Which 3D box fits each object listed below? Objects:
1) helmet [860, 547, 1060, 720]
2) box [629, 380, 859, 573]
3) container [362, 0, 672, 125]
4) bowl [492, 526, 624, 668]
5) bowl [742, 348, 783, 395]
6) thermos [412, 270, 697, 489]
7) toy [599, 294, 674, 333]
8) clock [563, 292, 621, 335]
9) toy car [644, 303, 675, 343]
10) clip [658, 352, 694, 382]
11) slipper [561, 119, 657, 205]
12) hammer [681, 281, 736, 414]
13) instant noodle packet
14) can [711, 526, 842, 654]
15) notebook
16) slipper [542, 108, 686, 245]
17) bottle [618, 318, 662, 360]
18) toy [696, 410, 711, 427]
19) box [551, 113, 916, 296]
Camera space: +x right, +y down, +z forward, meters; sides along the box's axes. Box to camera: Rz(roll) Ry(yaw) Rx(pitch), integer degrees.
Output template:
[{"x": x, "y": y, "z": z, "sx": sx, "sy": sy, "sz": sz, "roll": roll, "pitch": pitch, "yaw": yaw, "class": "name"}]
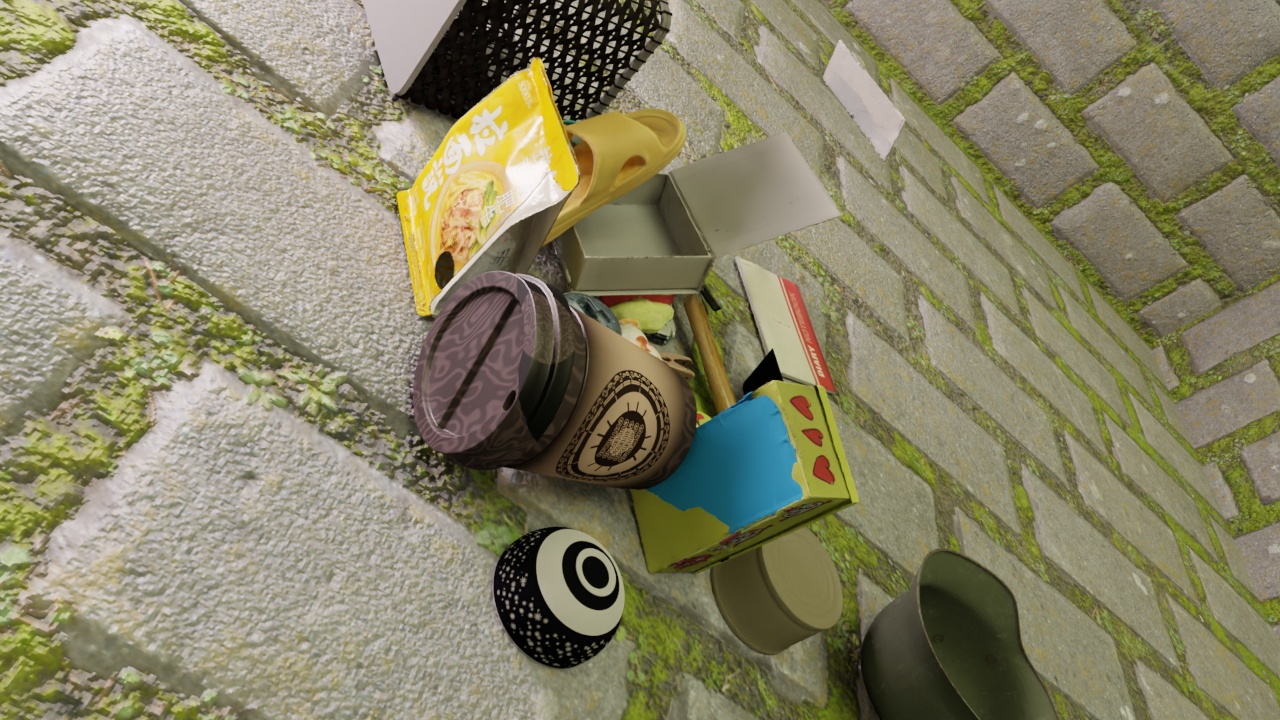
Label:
[{"x": 0.345, "y": 0.361, "z": 1.022, "sx": 0.268, "sy": 0.154, "sz": 0.226, "roll": 42, "pitch": 36, "yaw": -6, "class": "helmet"}, {"x": 0.092, "y": 0.118, "z": 0.884, "sx": 0.079, "sy": 0.222, "sz": 0.124, "roll": 10, "pitch": 55, "yaw": -42, "class": "box"}, {"x": -0.160, "y": -0.431, "z": 1.089, "sx": 0.243, "sy": 0.246, "sz": 0.247, "roll": 4, "pitch": 56, "yaw": -44, "class": "container"}, {"x": -0.058, "y": 0.193, "z": 0.784, "sx": 0.120, "sy": 0.067, "sz": 0.120, "roll": 30, "pitch": 40, "yaw": -29, "class": "bowl"}, {"x": 0.162, "y": 0.051, "z": 1.168, "sx": 0.124, "sy": 0.052, "sz": 0.124, "roll": -17, "pitch": 89, "yaw": -82, "class": "bowl"}, {"x": -0.067, "y": 0.033, "z": 0.843, "sx": 0.226, "sy": 0.173, "sz": 0.172, "roll": 24, "pitch": 42, "yaw": -44, "class": "thermos"}, {"x": -0.004, "y": -0.087, "z": 1.104, "sx": 0.091, "sy": 0.045, "sz": 0.135, "roll": 1, "pitch": 57, "yaw": -11, "class": "toy"}, {"x": -0.076, "y": -0.023, "z": 0.964, "sx": 0.117, "sy": 0.057, "sz": 0.083, "roll": -18, "pitch": 65, "yaw": -43, "class": "clock"}, {"x": 0.018, "y": -0.071, "z": 1.149, "sx": 0.048, "sy": 0.033, "sz": 0.105, "roll": 18, "pitch": 47, "yaw": -42, "class": "toy car"}, {"x": 0.038, "y": 0.000, "z": 1.114, "sx": 0.061, "sy": 0.025, "sz": 0.045, "roll": 26, "pitch": 41, "yaw": -27, "class": "clip"}, {"x": -0.067, "y": -0.247, "z": 1.158, "sx": 0.268, "sy": 0.098, "sz": 0.054, "roll": 23, "pitch": 60, "yaw": -48, "class": "slipper"}, {"x": 0.096, "y": 0.024, "z": 1.134, "sx": 0.132, "sy": 0.033, "sz": 0.330, "roll": 31, "pitch": 39, "yaw": -60, "class": "hammer"}, {"x": -0.141, "y": -0.160, "z": 0.876, "sx": 0.084, "sy": 0.222, "sz": 0.162, "roll": 11, "pitch": 50, "yaw": -40, "class": "instant noodle packet"}, {"x": 0.146, "y": 0.238, "z": 0.976, "sx": 0.127, "sy": 0.073, "sz": 0.127, "roll": 30, "pitch": 39, "yaw": -29, "class": "can"}, {"x": 0.219, "y": -0.053, "z": 1.384, "sx": 0.153, "sy": 0.012, "sz": 0.208, "roll": 18, "pitch": 47, "yaw": -40, "class": "notebook"}, {"x": -0.069, "y": -0.216, "z": 1.012, "sx": 0.099, "sy": 0.263, "sz": 0.078, "roll": 40, "pitch": -18, "yaw": 39, "class": "slipper"}, {"x": -0.006, "y": 0.006, "z": 1.021, "sx": 0.063, "sy": 0.063, "sz": 0.109, "roll": 16, "pitch": 47, "yaw": -41, "class": "bottle"}, {"x": 0.057, "y": 0.088, "z": 1.030, "sx": 0.117, "sy": 0.043, "sz": 0.092, "roll": 28, "pitch": 35, "yaw": -45, "class": "toy"}, {"x": 0.099, "y": -0.181, "z": 1.109, "sx": 0.418, "sy": 0.108, "sz": 0.166, "roll": -12, "pitch": 53, "yaw": -13, "class": "box"}]
